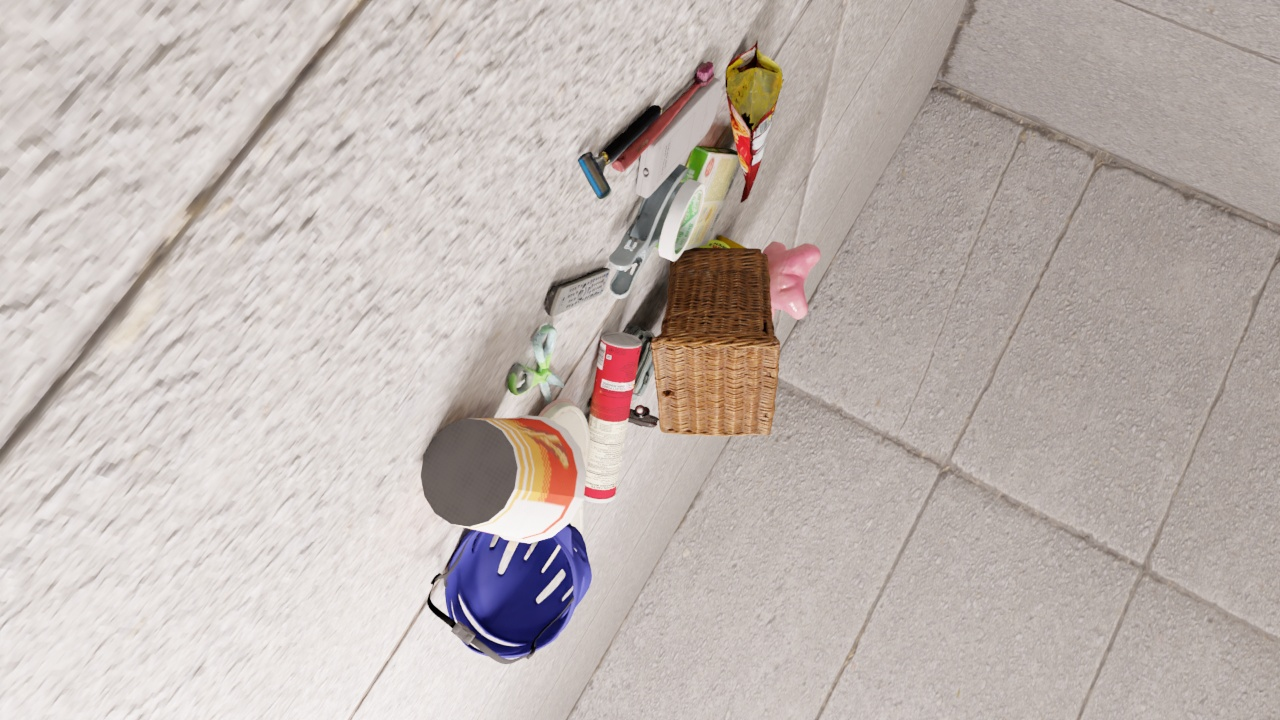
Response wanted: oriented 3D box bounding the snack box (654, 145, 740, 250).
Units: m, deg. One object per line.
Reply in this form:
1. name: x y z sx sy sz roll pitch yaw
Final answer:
1. snack box: 0.078 -0.207 1.173 0.132 0.027 0.167 -67 166 19

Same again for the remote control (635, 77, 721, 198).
1. remote control: 0.041 -0.242 0.973 0.150 0.019 0.074 -52 164 -33

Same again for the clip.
1. clip: 0.009 -0.156 0.995 0.115 0.028 0.163 87 28 -65

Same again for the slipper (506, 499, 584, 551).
1. slipper: -0.093 0.166 1.254 0.271 0.054 0.115 -45 164 -44

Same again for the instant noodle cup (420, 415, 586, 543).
1. instant noodle cup: -0.130 0.106 0.847 0.123 0.123 0.121 -61 160 0

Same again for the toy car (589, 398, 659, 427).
1. toy car: -0.022 0.072 1.225 0.040 0.092 0.037 30 76 -77

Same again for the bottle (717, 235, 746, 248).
1. bottle: 0.118 -0.108 1.444 0.164 0.071 0.071 -63 167 8

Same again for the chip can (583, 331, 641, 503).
1. chip can: -0.040 0.073 1.153 0.051 0.052 0.215 -35 138 -63

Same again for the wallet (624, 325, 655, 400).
1. wallet: -0.007 0.007 1.258 0.100 0.054 0.131 -61 172 0

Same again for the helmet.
1. helmet: -0.153 0.260 0.988 0.242 0.148 0.227 -58 172 30

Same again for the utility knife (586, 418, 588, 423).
1. utility knife: -0.071 0.089 1.235 0.185 0.031 0.015 -36 116 -55

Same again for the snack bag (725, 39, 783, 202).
1. snack bag: 0.144 -0.292 1.135 0.208 0.067 0.139 42 55 -77

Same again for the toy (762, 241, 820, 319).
1. toy: 0.191 -0.126 1.493 0.214 0.084 0.142 1 -106 55

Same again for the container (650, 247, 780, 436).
1. container: 0.106 -0.028 1.268 0.250 0.162 0.182 83 10 -58

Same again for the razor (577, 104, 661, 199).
1. razor: -0.017 -0.198 0.843 0.043 0.022 0.143 62 42 -26

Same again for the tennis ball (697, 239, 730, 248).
1. tennis ball: 0.105 -0.142 1.329 0.065 0.065 0.065 -56 166 -22

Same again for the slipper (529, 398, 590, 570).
1. slipper: -0.112 0.152 1.110 0.113 0.054 0.275 -35 143 -38

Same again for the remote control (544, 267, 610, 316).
1. remote control: -0.062 -0.072 0.944 0.033 0.013 0.136 -68 166 20

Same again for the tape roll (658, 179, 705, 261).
1. tape roll: 0.047 -0.160 1.047 0.094 0.018 0.094 24 89 -79

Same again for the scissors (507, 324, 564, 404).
1. scissors: -0.109 0.024 0.977 0.092 0.032 0.175 -60 164 -20

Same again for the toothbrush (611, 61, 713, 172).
1. toothbrush: 0.026 -0.246 0.915 0.189 0.016 0.016 -53 160 -33
